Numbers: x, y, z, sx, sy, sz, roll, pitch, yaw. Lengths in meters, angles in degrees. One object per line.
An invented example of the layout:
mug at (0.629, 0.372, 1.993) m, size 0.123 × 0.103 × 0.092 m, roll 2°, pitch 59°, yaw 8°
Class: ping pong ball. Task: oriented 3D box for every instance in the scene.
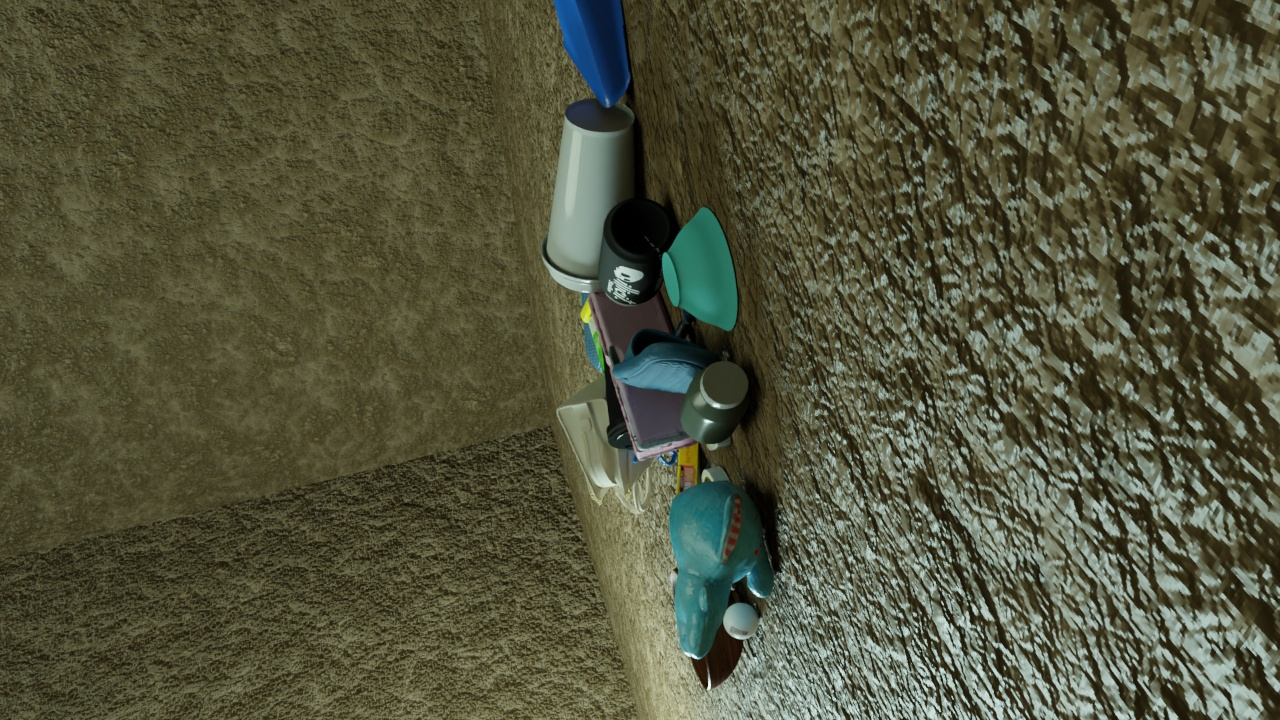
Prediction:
ping pong ball at (0.115, 0.297, 1.046) m, size 0.040 × 0.040 × 0.040 m, roll 166°, pitch 91°, yaw -80°

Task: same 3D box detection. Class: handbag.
handbag at (-0.026, 0.127, 1.311) m, size 0.194 × 0.101 × 0.198 m, roll -39°, pitch -66°, yaw -66°

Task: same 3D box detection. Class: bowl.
bowl at (0.051, -0.083, 0.885) m, size 0.121 × 0.046 × 0.121 m, roll 166°, pitch 91°, yaw -80°
bowl at (0.092, 0.318, 1.120) m, size 0.147 × 0.069 × 0.147 m, roll 165°, pitch 91°, yaw -81°

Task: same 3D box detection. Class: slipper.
slipper at (-0.052, -0.085, 1.435) m, size 0.104 × 0.059 × 0.214 m, roll -143°, pitch 52°, yaw -59°
slipper at (0.034, 0.000, 0.992) m, size 0.214 × 0.103 × 0.059 m, roll 153°, pitch 129°, yaw -76°

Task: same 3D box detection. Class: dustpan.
dustpan at (-0.076, -0.462, 1.065) m, size 0.245 × 0.059 × 0.258 m, roll -115°, pitch 6°, yaw -50°

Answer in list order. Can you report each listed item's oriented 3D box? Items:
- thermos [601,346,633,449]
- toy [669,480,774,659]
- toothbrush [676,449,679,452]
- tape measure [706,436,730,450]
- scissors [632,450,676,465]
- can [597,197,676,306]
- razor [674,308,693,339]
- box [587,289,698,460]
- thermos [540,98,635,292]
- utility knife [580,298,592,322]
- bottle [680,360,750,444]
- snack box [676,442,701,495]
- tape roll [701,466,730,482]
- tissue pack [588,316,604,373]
thermos at (-0.007, 0.007, 1.197) m, size 0.106 × 0.106 × 0.218 m, roll 99°, pitch 161°, yaw -66°
toy at (0.081, 0.212, 0.935) m, size 0.184 × 0.115 × 0.180 m, roll 120°, pitch 158°, yaw -75°
toothbrush at (0.073, 0.176, 1.203) m, size 0.017 × 0.014 × 0.187 m, roll 67°, pitch -177°, yaw -61°
tape measure at (0.079, 0.065, 1.010) m, size 0.064 × 0.016 × 0.065 m, roll 136°, pitch 120°, yaw -79°
scissors at (0.015, 0.097, 1.262) m, size 0.125 × 0.016 × 0.125 m, roll 34°, pitch -134°, yaw -45°
can at (-0.006, -0.121, 1.055) m, size 0.146 × 0.080 × 0.080 m, roll 107°, pitch 148°, yaw -71°
razor at (0.050, -0.057, 1.003) m, size 0.141 × 0.018 × 0.043 m, roll 96°, pitch -165°, yaw -58°
box at (0.007, 0.003, 1.122) m, size 0.041 × 0.098 × 0.232 m, roll 78°, pitch 176°, yaw -62°
thermos at (-0.057, -0.205, 1.142) m, size 0.131 × 0.131 × 0.222 m, roll -113°, pitch 21°, yaw -43°
utility knife at (-0.049, -0.119, 1.323) m, size 0.020 × 0.028 × 0.198 m, roll 60°, pitch 147°, yaw 23°
bottle at (0.073, 0.040, 0.886) m, size 0.109 × 0.060 × 0.060 m, roll 102°, pitch 153°, yaw -68°
snack box at (0.058, 0.175, 1.106) m, size 0.152 × 0.025 × 0.075 m, roll -83°, pitch -11°, yaw -54°
tape roll at (0.094, 0.169, 1.057) m, size 0.094 × 0.019 × 0.094 m, roll 166°, pitch 91°, yaw -80°
tissue pack at (-0.033, -0.049, 1.333) m, size 0.114 × 0.034 × 0.099 m, roll -50°, pitch 48°, yaw 45°
